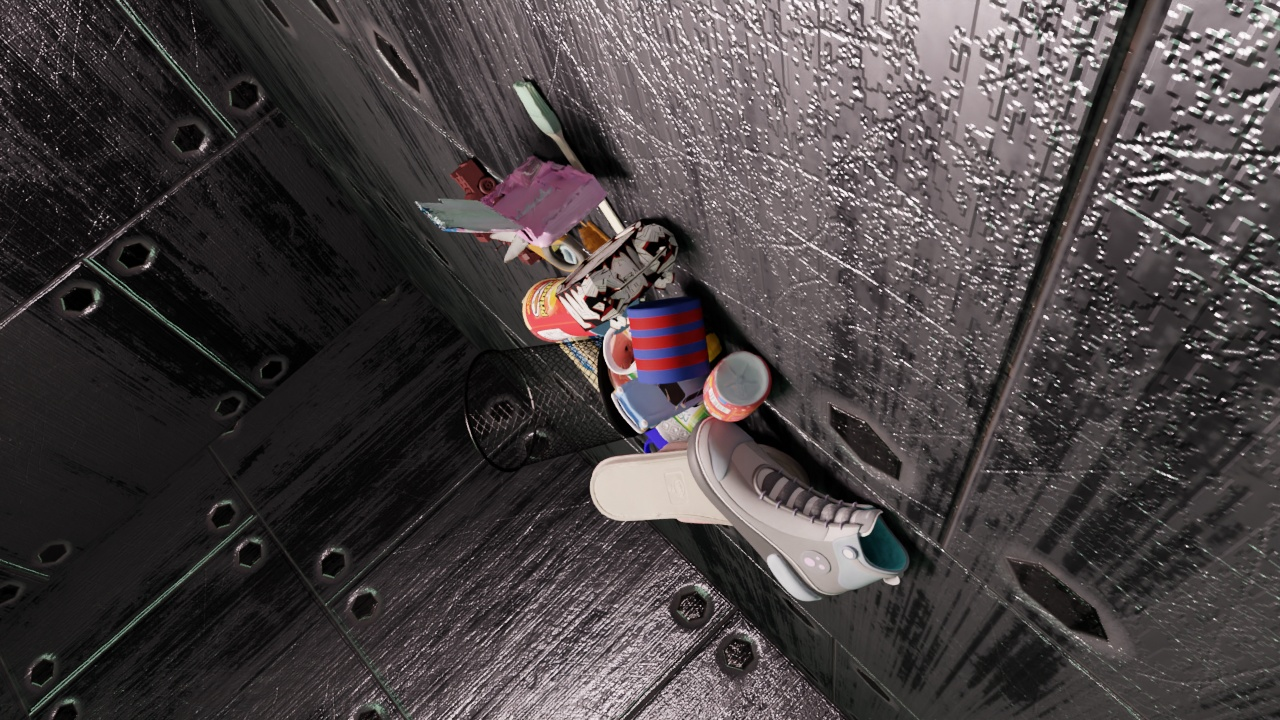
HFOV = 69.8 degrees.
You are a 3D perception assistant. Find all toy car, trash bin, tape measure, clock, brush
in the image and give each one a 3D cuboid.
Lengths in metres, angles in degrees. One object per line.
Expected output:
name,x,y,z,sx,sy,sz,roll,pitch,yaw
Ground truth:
toy car,-0.207,-0.199,1.295,0.170,0.061,0.070,51,168,-20
trash bin,-0.112,0.055,1.313,0.211,0.183,0.184,-12,134,24
toy car,0.036,0.031,1.021,0.056,0.153,0.055,53,134,14
tape measure,0.055,-0.021,0.994,0.065,0.037,0.064,40,167,32
clock,-0.015,-0.076,0.872,0.065,0.114,0.155,50,166,-13
brush,-0.059,-0.188,0.919,0.033,0.012,0.218,31,162,52
brush,-0.049,-0.133,1.049,0.126,0.017,0.048,43,168,20

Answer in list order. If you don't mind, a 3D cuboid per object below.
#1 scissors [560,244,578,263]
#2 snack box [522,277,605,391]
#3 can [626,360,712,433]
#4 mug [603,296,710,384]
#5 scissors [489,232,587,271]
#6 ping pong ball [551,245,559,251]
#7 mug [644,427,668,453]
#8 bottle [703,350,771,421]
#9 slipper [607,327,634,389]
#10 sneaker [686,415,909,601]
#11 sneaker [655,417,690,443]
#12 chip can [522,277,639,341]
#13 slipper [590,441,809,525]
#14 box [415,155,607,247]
scissors,-0.078,-0.111,1.255,0.171,0.021,0.173,40,171,18
snack box,-0.089,-0.035,1.436,0.207,0.055,0.153,50,168,-14
can,0.048,0.033,1.110,0.121,0.067,0.067,42,169,6
mug,0.012,-0.020,0.936,0.074,0.112,0.076,-27,-70,-62
scissors,-0.144,-0.169,1.145,0.225,0.016,0.175,16,134,51
ping pong ball,-0.124,-0.156,1.187,0.040,0.040,0.040,45,169,11
mug,0.052,0.114,1.299,0.083,0.111,0.079,48,-149,-6
bottle,0.097,0.033,0.966,0.062,0.062,0.138,46,168,6
slipper,-0.007,0.007,1.219,0.093,0.081,0.197,41,165,34
sneaker,0.174,0.151,1.001,0.256,0.092,0.161,50,144,-8
sneaker,0.087,0.102,1.196,0.235,0.089,0.087,62,-165,-9
chip can,-0.081,-0.069,1.168,0.087,0.087,0.214,50,163,-15
slipper,0.071,0.151,1.136,0.054,0.275,0.114,-49,-45,-68
box,-0.136,-0.151,0.921,0.230,0.160,0.062,-142,33,-64
